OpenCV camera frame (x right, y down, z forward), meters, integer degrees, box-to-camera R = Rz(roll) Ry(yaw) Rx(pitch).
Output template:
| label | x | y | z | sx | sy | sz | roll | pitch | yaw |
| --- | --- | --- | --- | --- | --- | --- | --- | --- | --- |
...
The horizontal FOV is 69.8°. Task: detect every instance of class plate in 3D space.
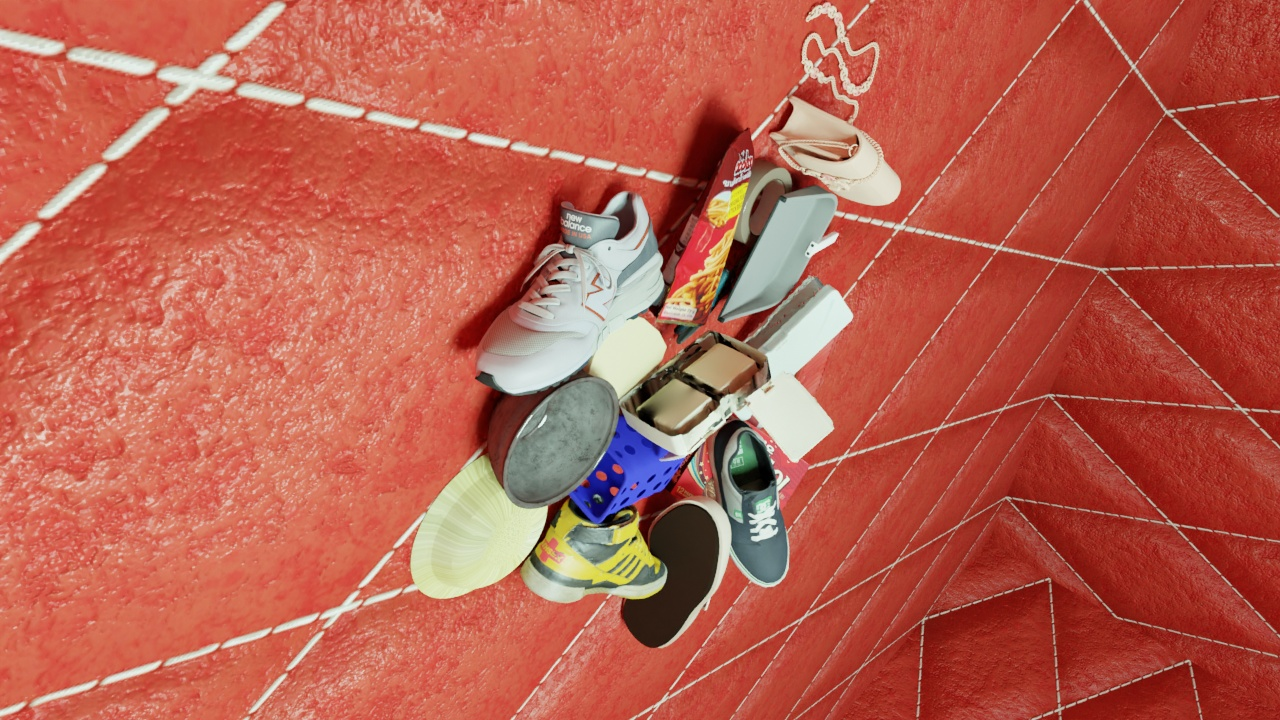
| label | x | y | z | sx | sy | sz | roll | pitch | yaw |
| --- | --- | --- | --- | --- | --- | --- | --- | --- | --- |
| plate | -0.148 | 0.175 | 0.940 | 0.183 | 0.036 | 0.185 | -35 | 142 | -34 |

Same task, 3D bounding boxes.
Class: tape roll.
| label | x | y | z | sx | sy | sz | roll | pitch | yaw |
| --- | --- | --- | --- | --- | --- | --- | --- | --- | --- |
| tape roll | 0.131 | -0.177 | 1.035 | 0.093 | 0.030 | 0.094 | -35 | 142 | -34 |

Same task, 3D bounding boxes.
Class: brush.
| label | x | y | z | sx | sy | sz | roll | pitch | yaw |
| --- | --- | --- | --- | --- | --- | --- | --- | --- | --- |
| brush | -0.006 | 0.006 | 0.988 | 0.089 | 0.043 | 0.228 | -57 | 149 | -3 |

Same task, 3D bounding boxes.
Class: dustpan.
| label | x | y | z | sx | sy | sz | roll | pitch | yaw |
| --- | --- | --- | --- | --- | --- | --- | --- | --- | --- |
| dustpan | 0.190 | -0.138 | 1.123 | 0.256 | 0.033 | 0.163 | -31 | 150 | -58 |

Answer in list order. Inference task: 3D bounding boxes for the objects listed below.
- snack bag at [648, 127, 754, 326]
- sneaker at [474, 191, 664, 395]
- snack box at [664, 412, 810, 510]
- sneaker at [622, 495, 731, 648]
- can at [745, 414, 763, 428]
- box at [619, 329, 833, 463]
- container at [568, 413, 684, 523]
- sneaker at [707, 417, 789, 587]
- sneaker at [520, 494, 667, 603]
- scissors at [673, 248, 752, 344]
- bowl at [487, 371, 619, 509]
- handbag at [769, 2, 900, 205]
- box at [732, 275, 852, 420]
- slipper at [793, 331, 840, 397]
| label | x | y | z | sx | sy | sz | roll | pitch | yaw |
| --- | --- | --- | --- | --- | --- | --- | --- | --- | --- |
| snack bag | 0.068 | -0.140 | 0.942 | 0.138 | 0.067 | 0.208 | -32 | 143 | -71 |
| sneaker | -0.061 | -0.075 | 0.812 | 0.239 | 0.089 | 0.124 | -39 | 140 | -44 |
| snack box | 0.129 | 0.154 | 1.228 | 0.152 | 0.036 | 0.132 | 34 | 87 | -19 |
| sneaker | 0.073 | 0.274 | 1.239 | 0.116 | 0.112 | 0.295 | -30 | 149 | -42 |
| can | 0.159 | 0.042 | 1.243 | 0.053 | 0.054 | 0.097 | -35 | 142 | -34 |
| box | 0.088 | 0.060 | 0.937 | 0.143 | 0.182 | 0.081 | -38 | 132 | -21 |
| container | -0.020 | 0.109 | 1.008 | 0.113 | 0.085 | 0.085 | -16 | 145 | -50 |
| sneaker | 0.147 | 0.191 | 1.176 | 0.084 | 0.079 | 0.235 | -19 | 103 | -15 |
| sneaker | -0.030 | 0.215 | 1.090 | 0.238 | 0.086 | 0.122 | 12 | 111 | -54 |
| scissors | 0.085 | -0.075 | 1.073 | 0.129 | 0.019 | 0.135 | -23 | 142 | -56 |
| bowl | -0.095 | 0.064 | 0.886 | 0.144 | 0.067 | 0.145 | -33 | 141 | -32 |
| handbag | 0.247 | -0.283 | 1.025 | 0.198 | 0.117 | 0.187 | 15 | 104 | -58 |
| box | 0.178 | -0.012 | 1.157 | 0.199 | 0.086 | 0.072 | -45 | -171 | 2 |
| slipper | 0.218 | 0.014 | 1.300 | 0.103 | 0.059 | 0.249 | -39 | 158 | -24 |
